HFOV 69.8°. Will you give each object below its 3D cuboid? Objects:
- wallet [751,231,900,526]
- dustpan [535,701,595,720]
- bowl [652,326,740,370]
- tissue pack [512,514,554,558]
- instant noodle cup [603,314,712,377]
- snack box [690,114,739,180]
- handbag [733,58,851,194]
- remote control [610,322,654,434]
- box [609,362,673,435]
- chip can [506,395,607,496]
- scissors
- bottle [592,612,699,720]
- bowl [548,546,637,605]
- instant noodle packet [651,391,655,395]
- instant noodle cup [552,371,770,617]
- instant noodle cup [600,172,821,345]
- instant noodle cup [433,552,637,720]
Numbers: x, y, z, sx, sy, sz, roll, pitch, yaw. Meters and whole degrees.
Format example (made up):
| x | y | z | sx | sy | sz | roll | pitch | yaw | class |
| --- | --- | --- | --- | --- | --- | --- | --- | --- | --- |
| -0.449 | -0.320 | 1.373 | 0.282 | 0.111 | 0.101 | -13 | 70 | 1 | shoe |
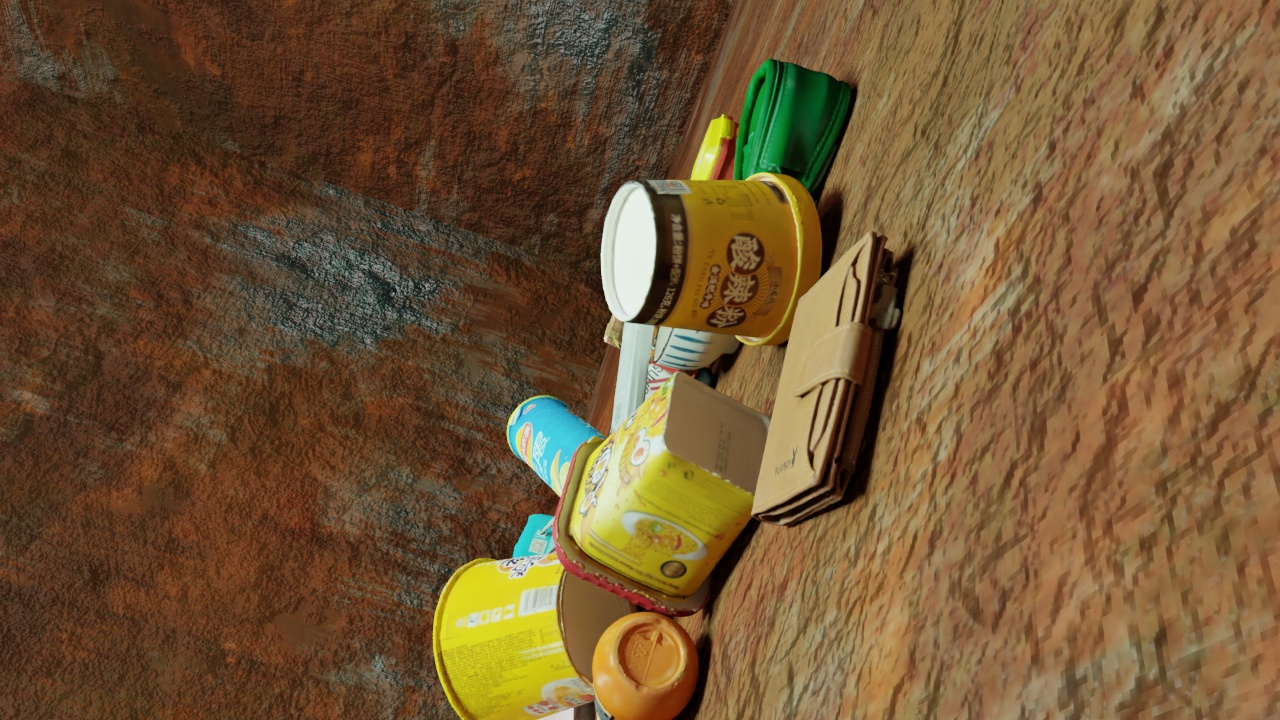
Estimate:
| x | y | z | sx | sy | sz | roll | pitch | yaw | class |
| --- | --- | --- | --- | --- | --- | --- | --- | --- | --- |
| 0.092 | 0.013 | 0.464 | 0.108 | 0.031 | 0.131 | 117 | 169 | -71 | wallet |
| -0.131 | 0.338 | 0.732 | 0.222 | 0.273 | 0.139 | -133 | 33 | -81 | dustpan |
| 0.060 | -0.043 | 0.816 | 0.116 | 0.066 | 0.116 | -164 | 92 | -84 | bowl |
| -0.065 | 0.206 | 0.887 | 0.050 | 0.133 | 0.093 | 89 | -165 | -49 | tissue pack |
| 0.029 | -0.054 | 0.953 | 0.138 | 0.108 | 0.138 | -164 | 93 | -86 | instant noodle cup |
| 0.092 | -0.175 | 0.866 | 0.091 | 0.080 | 0.082 | -78 | 9 | -52 | snack box |
| 0.109 | -0.168 | 0.723 | 0.131 | 0.068 | 0.120 | -116 | 44 | -84 | handbag |
| -0.005 | 0.005 | 0.849 | 0.058 | 0.021 | 0.150 | 144 | 133 | -73 | remote control |
| 0.005 | 0.066 | 1.047 | 0.082 | 0.075 | 0.164 | -92 | 20 | -44 | box |
| -0.057 | 0.091 | 0.829 | 0.210 | 0.071 | 0.071 | 27 | 99 | 62 | chip can |
| -0.007 | 0.096 | 0.856 | 0.233 | 0.021 | 0.221 | -47 | 27 | 2 | scissors |
| -0.004 | 0.220 | 0.609 | 0.150 | 0.067 | 0.066 | 104 | -179 | -53 | bottle |
| -0.024 | 0.185 | 0.817 | 0.113 | 0.113 | 0.062 | -95 | -19 | -79 | bowl |
| 0.011 | 0.105 | 0.956 | 0.110 | 0.044 | 0.128 | -99 | 26 | -77 | instant noodle packet |
| 0.020 | 0.083 | 0.593 | 0.124 | 0.116 | 0.116 | -53 | 15 | 37 | instant noodle cup |
| 0.042 | -0.070 | 0.617 | 0.119 | 0.114 | 0.118 | -179 | 90 | -67 | instant noodle cup |
| -0.073 | 0.210 | 0.710 | 0.110 | 0.138 | 0.137 | -21 | 34 | 26 | instant noodle cup |
